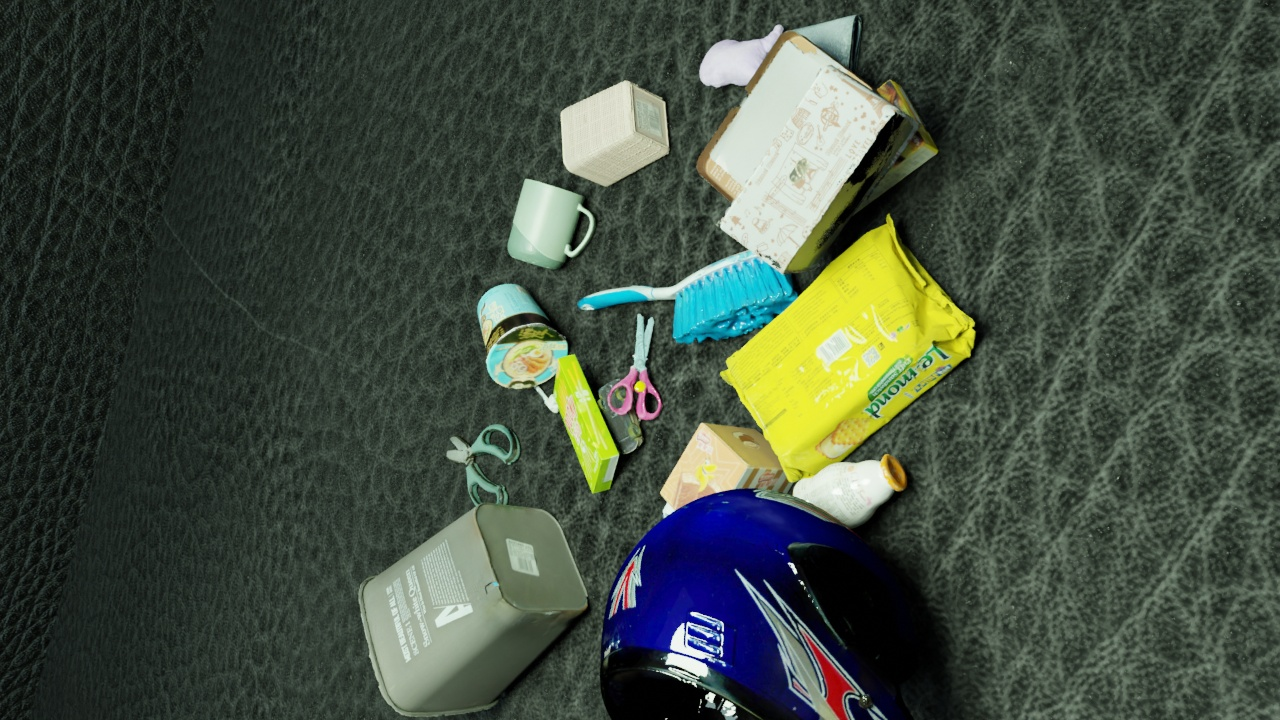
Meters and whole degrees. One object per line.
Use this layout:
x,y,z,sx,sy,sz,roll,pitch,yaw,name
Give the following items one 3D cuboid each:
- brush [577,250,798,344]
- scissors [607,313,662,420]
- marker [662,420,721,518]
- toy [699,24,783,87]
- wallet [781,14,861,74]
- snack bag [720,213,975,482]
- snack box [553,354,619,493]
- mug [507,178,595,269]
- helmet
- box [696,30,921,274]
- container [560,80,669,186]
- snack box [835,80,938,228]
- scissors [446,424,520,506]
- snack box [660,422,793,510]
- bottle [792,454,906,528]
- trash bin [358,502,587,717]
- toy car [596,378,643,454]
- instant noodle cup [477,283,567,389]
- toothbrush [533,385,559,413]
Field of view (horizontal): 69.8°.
0.043,-0.067,1.062,0.315,0.060,0.109,-20,63,37,brush
-0.009,0.005,1.109,0.017,0.072,0.137,116,155,-72,scissors
0.060,0.128,1.043,0.022,0.018,0.131,35,107,33,marker
0.112,-0.348,1.063,0.108,0.039,0.083,15,79,50,toy
0.189,-0.306,0.994,0.097,0.019,0.121,5,87,47,wallet
0.194,-0.006,0.899,0.247,0.068,0.158,-46,54,28,snack bag
-0.071,0.079,1.148,0.086,0.026,0.156,106,146,-53,snack box
-0.117,-0.178,1.239,0.112,0.082,0.106,18,96,14,mug
0.123,0.254,0.800,0.315,0.239,0.248,43,139,-6,helmet
0.137,-0.207,0.878,0.217,0.157,0.181,47,116,25,box
-0.030,-0.288,1.159,0.111,0.089,0.090,-16,72,39,container
0.222,-0.205,0.933,0.141,0.033,0.086,-38,57,36,snack box
-0.236,0.162,1.330,0.179,0.019,0.161,-4,80,43,scissors
0.093,0.127,0.956,0.077,0.092,0.094,44,114,40,snack box
0.198,0.126,0.873,0.109,0.063,0.063,-34,60,36,bottle
-0.206,0.306,1.160,0.220,0.198,0.199,-43,55,24,trash bin
-0.021,0.069,1.122,0.042,0.035,0.090,-33,66,38,toy car
-0.170,-0.040,1.247,0.111,0.111,0.120,-55,42,23,instant noodle cup
-0.159,0.015,1.282,0.016,0.016,0.180,-55,50,13,toothbrush
